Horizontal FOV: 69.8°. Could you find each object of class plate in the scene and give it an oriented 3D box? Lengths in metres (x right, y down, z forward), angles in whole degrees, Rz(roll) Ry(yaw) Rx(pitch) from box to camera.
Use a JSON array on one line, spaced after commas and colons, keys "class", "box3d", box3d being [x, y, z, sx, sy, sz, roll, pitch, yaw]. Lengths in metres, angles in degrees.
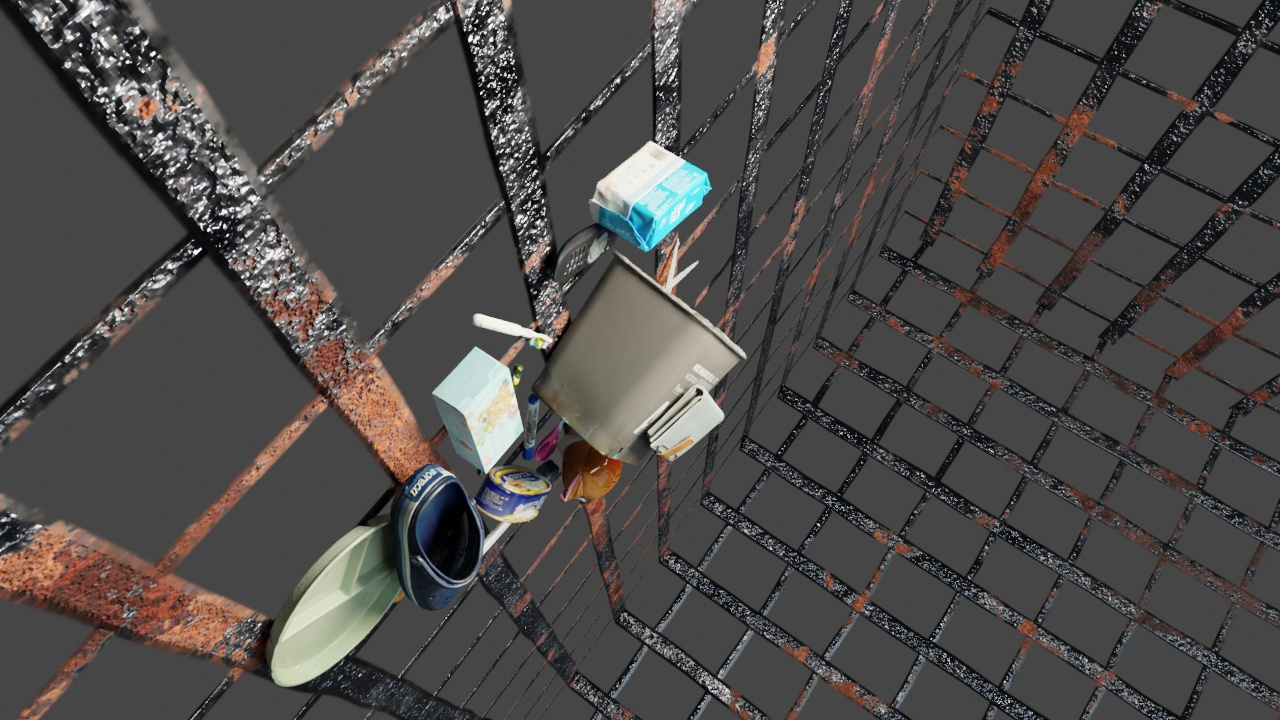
[{"class": "plate", "box3d": [-0.338, 0.269, 1.053, 0.229, 0.027, 0.231, -50, 163, -22]}]

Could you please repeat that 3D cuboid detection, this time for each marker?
[{"class": "marker", "box3d": [-0.154, 0.094, 1.286, 0.016, 0.017, 0.146, -45, 161, -36]}, {"class": "marker", "box3d": [-0.246, 0.292, 1.395, 0.145, 0.017, 0.017, -48, 162, -28]}]

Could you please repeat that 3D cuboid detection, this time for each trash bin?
[{"class": "trash bin", "box3d": [-0.007, 0.007, 1.236, 0.220, 0.198, 0.199, -52, 156, 3]}]

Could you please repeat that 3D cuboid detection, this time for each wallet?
[{"class": "wallet", "box3d": [0.061, 0.091, 1.223, 0.106, 0.037, 0.130, -44, 158, -1]}]

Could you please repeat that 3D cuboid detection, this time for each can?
[{"class": "can", "box3d": [-0.178, 0.186, 1.288, 0.049, 0.074, 0.148, -62, 164, 5]}]

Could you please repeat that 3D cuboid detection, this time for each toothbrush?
[{"class": "toothbrush", "box3d": [-0.182, 0.079, 1.182, 0.017, 0.012, 0.186, -21, 142, -48]}, {"class": "toothbrush", "box3d": [-0.148, -0.033, 1.052, 0.189, 0.029, 0.020, 22, 59, -73]}]

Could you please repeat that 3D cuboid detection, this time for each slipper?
[{"class": "slipper", "box3d": [-0.225, 0.213, 1.071, 0.104, 0.095, 0.253, -45, 156, -35]}]

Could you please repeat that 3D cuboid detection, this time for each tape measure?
[{"class": "tape measure", "box3d": [-0.153, 0.182, 1.444, 0.058, 0.025, 0.054, -51, 166, -7]}]

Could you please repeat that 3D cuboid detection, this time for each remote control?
[{"class": "remote control", "box3d": [-0.068, -0.134, 1.086, 0.136, 0.024, 0.053, -41, 156, -49]}]

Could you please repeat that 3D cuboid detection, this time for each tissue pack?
[{"class": "tissue pack", "box3d": [0.012, -0.194, 1.086, 0.139, 0.090, 0.063, -46, 161, -34]}]

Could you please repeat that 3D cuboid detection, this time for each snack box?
[{"class": "snack box", "box3d": [-0.185, 0.061, 1.062, 0.074, 0.051, 0.175, -51, 163, -23]}]

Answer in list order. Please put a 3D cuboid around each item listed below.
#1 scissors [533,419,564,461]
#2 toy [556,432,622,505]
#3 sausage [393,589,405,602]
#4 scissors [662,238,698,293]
[{"class": "scissors", "box3d": [-0.119, 0.099, 1.407, 0.137, 0.017, 0.077, -58, 164, -12]}, {"class": "toy", "box3d": [-0.069, 0.131, 1.430, 0.140, 0.131, 0.199, 28, 79, -63]}, {"class": "sausage", "box3d": [-0.280, 0.261, 1.221, 0.164, 0.021, 0.021, -47, 162, -29]}, {"class": "scissors", "box3d": [0.036, -0.102, 1.421, 0.162, 0.012, 0.176, -21, 125, -44]}]
